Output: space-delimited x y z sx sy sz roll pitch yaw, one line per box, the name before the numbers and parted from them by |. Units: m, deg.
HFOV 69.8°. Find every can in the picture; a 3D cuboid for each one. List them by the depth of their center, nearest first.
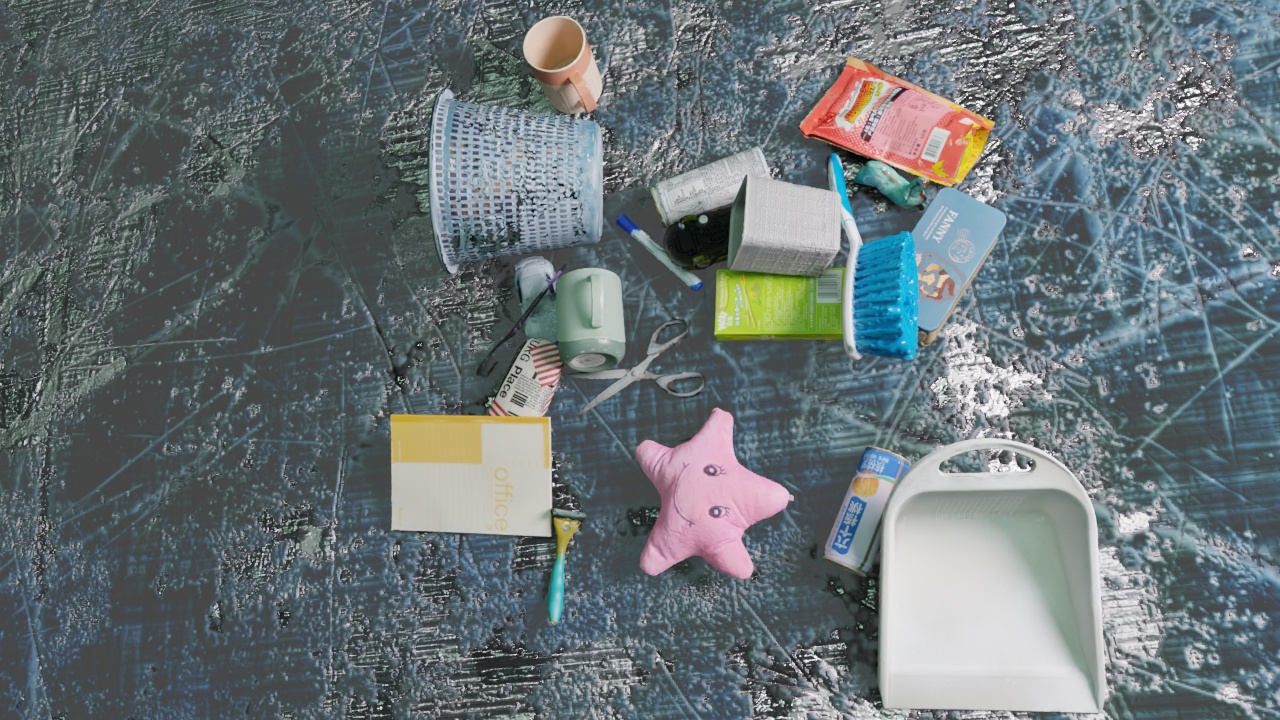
can | 0.247 0.165 1.005 0.053 0.053 0.134 22 79 17
can | 0.089 -0.217 1.152 0.147 0.058 0.058 -20 70 6

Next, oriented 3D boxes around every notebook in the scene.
notebook | -0.206 0.138 1.110 0.206 0.010 0.146 1 93 12

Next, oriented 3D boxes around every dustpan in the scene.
dustpan | 0.348 0.219 0.923 0.223 0.142 0.257 -3 71 11

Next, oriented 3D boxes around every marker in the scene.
marker | 0.024 -0.137 1.164 0.017 0.017 0.146 -46 70 -4

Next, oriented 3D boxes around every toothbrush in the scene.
toothbrush | -0.147 -0.048 1.148 0.017 0.014 0.189 43 105 8

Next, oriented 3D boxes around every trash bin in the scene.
trash bin | -0.145 -0.218 1.136 0.195 0.227 0.226 1 73 -1

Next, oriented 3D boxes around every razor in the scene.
razor | -0.093 0.240 1.069 0.043 0.028 0.132 12 71 -17

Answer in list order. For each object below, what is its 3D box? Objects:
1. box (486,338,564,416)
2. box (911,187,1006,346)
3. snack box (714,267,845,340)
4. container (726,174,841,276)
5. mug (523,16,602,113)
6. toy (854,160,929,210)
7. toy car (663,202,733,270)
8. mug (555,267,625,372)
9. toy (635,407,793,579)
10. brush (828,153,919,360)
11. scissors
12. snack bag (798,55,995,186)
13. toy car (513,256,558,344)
box | -0.145 0.050 1.132 0.070 0.055 0.164 23 84 31
box | 0.347 -0.113 1.065 0.090 0.060 0.184 30 84 19
snack box | 0.169 -0.068 1.107 0.156 0.026 0.085 0 73 12
container | 0.167 -0.152 1.064 0.114 0.090 0.090 8 71 -4
mug | -0.092 -0.378 1.214 0.081 0.106 0.114 -34 70 1
toy | 0.307 -0.211 1.098 0.092 0.096 0.030 33 82 0
toy car | 0.106 -0.157 1.138 0.158 0.042 0.070 -15 72 1
mug | -0.058 -0.052 1.102 0.082 0.112 0.106 1 66 -11
toy | 0.082 0.148 1.034 0.179 0.074 0.194 -4 72 11
brush | 0.259 -0.133 1.048 0.110 0.060 0.313 -12 54 34
scissors | -0.001 0.013 1.126 0.178 0.014 0.159 22 80 19
snack bag | 0.314 -0.292 1.128 0.208 0.073 0.128 30 77 24
toy car | -0.128 -0.074 1.169 0.054 0.037 0.120 -17 74 6
